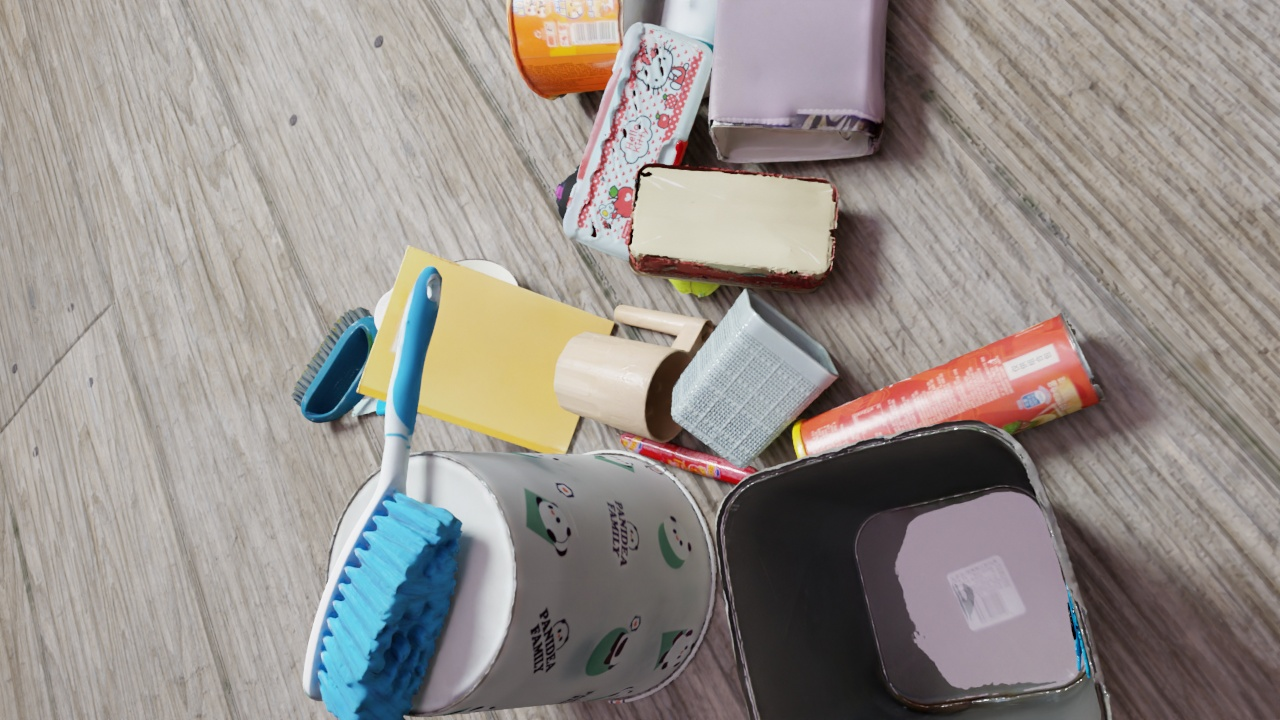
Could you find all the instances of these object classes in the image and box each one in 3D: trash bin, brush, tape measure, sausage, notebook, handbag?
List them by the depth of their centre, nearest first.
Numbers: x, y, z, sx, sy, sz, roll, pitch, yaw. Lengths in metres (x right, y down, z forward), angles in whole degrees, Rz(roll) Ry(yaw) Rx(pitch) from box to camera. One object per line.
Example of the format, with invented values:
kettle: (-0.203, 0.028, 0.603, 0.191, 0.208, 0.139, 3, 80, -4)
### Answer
trash bin: (0.192, 0.159, 0.598, 0.199, 0.219, 0.198, -19, 71, 27)
brush: (-0.162, 0.092, 0.625, 0.109, 0.060, 0.314, 17, 87, 36)
trash bin: (-0.095, 0.174, 0.745, 0.230, 0.251, 0.229, -7, 76, 29)
handbag: (0.138, -0.273, 0.782, 0.145, 0.098, 0.197, 3, 81, 17)
sausage: (0.042, 0.088, 0.818, 0.156, 0.020, 0.020, 14, 88, 32)
notebook: (-0.143, -0.005, 0.864, 0.010, 0.206, 0.146, -153, 82, -75)
tape measure: (-0.054, -0.157, 0.898, 0.039, 0.057, 0.057, 21, 78, 37)
brush: (-0.331, 0.013, 1.030, 0.073, 0.055, 0.144, 41, 102, 30)

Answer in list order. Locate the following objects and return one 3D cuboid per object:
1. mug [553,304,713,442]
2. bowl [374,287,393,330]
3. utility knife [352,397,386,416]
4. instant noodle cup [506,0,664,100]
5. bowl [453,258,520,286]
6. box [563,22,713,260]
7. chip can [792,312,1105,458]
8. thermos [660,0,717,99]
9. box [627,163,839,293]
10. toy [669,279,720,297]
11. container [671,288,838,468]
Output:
mug: (-0.005, 0.005, 0.833, 0.104, 0.084, 0.124, 14, 63, 33)
bowl: (-0.245, -0.044, 0.985, 0.118, 0.064, 0.118, -7, 77, 30)
utility knife: (-0.249, 0.040, 0.999, 0.186, 0.018, 0.034, -12, 75, 30)
instant noodle cup: (-0.042, -0.327, 0.878, 0.111, 0.151, 0.151, 8, 85, 24)
bowl: (-0.170, -0.039, 0.927, 0.116, 0.066, 0.116, -4, 55, 5)
box: (-0.004, -0.192, 0.815, 0.087, 0.047, 0.201, 19, 106, -3)
chip can: (0.224, 0.039, 0.688, 0.217, 0.073, 0.073, -27, 68, 24)
thermos: (0.056, -0.358, 0.864, 0.073, 0.073, 0.224, 6, 84, 31)
box: (0.075, -0.109, 0.762, 0.168, 0.077, 0.091, 6, 83, 4)
toy: (0.047, -0.102, 0.843, 0.097, 0.031, 0.100, -11, 71, 28)
container: (0.087, 0.017, 0.750, 0.090, 0.089, 0.112, 37, 105, -7)
